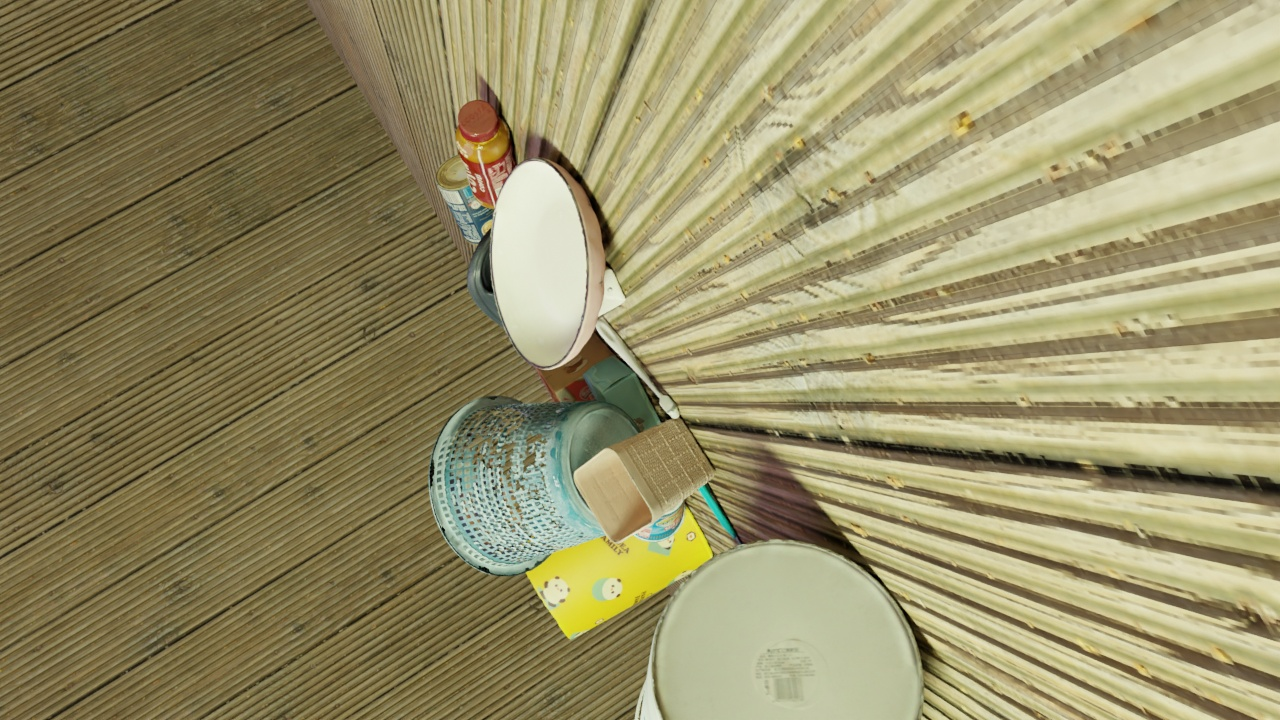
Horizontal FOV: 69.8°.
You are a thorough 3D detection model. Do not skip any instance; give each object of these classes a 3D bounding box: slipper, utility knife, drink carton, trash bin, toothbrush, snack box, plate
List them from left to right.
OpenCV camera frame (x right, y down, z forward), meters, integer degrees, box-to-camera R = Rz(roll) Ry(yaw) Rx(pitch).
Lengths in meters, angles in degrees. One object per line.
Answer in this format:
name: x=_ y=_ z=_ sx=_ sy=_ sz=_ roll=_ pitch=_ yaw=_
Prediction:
slipper: x=-0.125 y=-0.080 z=1.158 sx=0.083 sy=0.110 sz=0.268 roll=13 pitch=161 yaw=23
plate: x=-0.082 y=-0.089 z=0.847 sx=0.193 sy=0.039 sz=0.192 roll=16 pitch=109 yaw=55
trash bin: x=-0.103 y=0.137 z=1.093 sx=0.196 sy=0.225 sz=0.226 roll=-16 pitch=111 yaw=40
drink carton: x=-0.068 y=-0.087 z=0.932 sx=0.122 sy=0.053 sz=0.045 roll=45 pitch=163 yaw=53
snack box: x=-0.071 y=0.033 z=1.217 sx=0.077 sy=0.092 sz=0.094 roll=46 pitch=165 yaw=51
trash bin: x=-0.050 y=0.293 z=1.455 sx=0.229 sy=0.255 sz=0.230 roll=56 pitch=171 yaw=13
toothbrush: x=-0.006 y=0.006 z=1.034 sx=0.180 sy=0.016 sz=0.016 roll=49 pitch=173 yaw=41
snack box: x=-0.006 y=0.082 z=1.164 sx=0.175 sy=0.051 sz=0.074 roll=63 pitch=169 yaw=-26
utility knife: x=0.080 y=0.160 z=1.087 sx=0.174 sy=0.013 sz=0.029 roll=57 pitch=174 yaw=-14
trash bin: x=0.102 y=0.269 z=0.718 sx=0.229 sy=0.229 sz=0.252 roll=53 pitch=164 yaw=28

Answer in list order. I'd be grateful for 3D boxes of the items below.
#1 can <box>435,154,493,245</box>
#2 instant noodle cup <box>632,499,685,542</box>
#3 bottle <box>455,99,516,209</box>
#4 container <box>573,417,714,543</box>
can: x=-0.234 y=-0.227 z=1.288 sx=0.075 sy=0.075 sz=0.111 roll=51 pitch=168 yaw=38
instant noodle cup: x=0.021 y=0.195 z=1.287 sx=0.099 sy=0.099 sz=0.110 roll=56 pitch=164 yaw=16
bottle: x=-0.166 y=-0.222 z=0.996 sx=0.057 sy=0.057 sz=0.175 roll=57 pitch=171 yaw=10
container: x=0.007 y=0.123 z=0.979 sx=0.090 sy=0.110 sz=0.090 roll=58 pitch=137 yaw=8
